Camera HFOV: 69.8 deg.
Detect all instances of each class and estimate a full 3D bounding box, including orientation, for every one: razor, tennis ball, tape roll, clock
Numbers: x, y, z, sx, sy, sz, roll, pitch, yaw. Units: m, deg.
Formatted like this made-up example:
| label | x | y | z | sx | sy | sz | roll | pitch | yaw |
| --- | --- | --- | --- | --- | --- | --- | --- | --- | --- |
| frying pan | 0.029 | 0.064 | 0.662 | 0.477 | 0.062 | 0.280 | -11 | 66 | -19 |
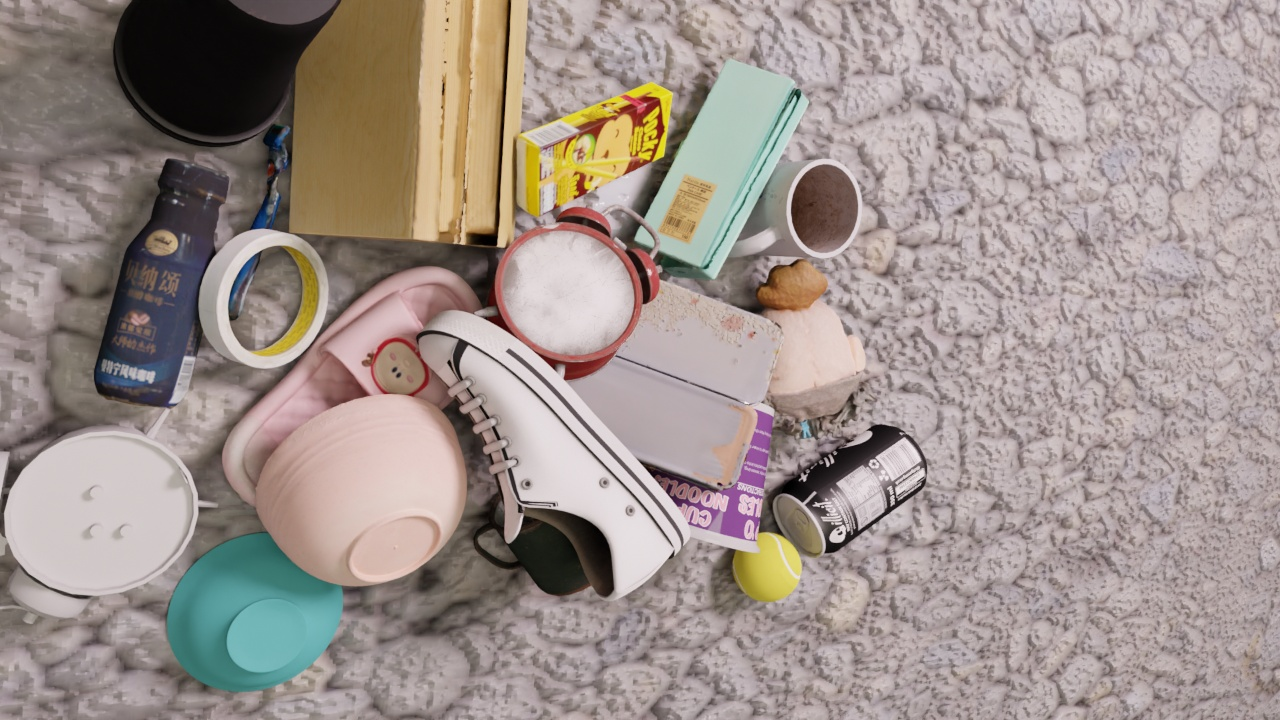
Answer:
| label | x | y | z | sx | sy | sz | roll | pitch | yaw |
| --- | --- | --- | --- | --- | --- | --- | --- | --- | --- |
| razor | -0.264 | -0.093 | 0.633 | 0.018 | 0.044 | 0.141 | 14 | 97 | -35 |
| tennis ball | 0.121 | 0.198 | 0.878 | 0.065 | 0.065 | 0.065 | -5 | 100 | -29 |
| tape roll | -0.254 | -0.042 | 0.625 | 0.093 | 0.019 | 0.094 | -41 | 139 | -51 |
| clock | -0.047 | -0.055 | 0.699 | 0.110 | 0.062 | 0.156 | 41 | 66 | 0 |
| clock | -0.364 | 0.102 | 0.587 | 0.159 | 0.061 | 0.120 | -27 | 110 | -25 |

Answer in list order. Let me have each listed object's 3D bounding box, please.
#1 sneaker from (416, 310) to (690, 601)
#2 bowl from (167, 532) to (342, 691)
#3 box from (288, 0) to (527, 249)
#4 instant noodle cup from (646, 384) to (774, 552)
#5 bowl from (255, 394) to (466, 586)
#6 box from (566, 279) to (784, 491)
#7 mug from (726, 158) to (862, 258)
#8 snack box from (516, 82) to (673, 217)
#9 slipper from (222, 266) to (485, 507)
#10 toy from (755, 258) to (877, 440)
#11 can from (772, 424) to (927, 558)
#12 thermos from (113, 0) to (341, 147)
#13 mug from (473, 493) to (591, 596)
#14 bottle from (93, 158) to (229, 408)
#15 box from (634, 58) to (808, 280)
| label | x | y | z | sx | sy | sz | roll | pitch | yaw |
| --- | --- | --- | --- | --- | --- | --- | --- | --- | --- |
| sneaker | -0.080 | 0.076 | 0.651 | 0.245 | 0.091 | 0.097 | 49 | 63 | -10 |
| bowl | -0.272 | 0.190 | 0.662 | 0.121 | 0.046 | 0.121 | -5 | 100 | -29 |
| box | -0.139 | -0.205 | 0.634 | 0.184 | 0.142 | 0.248 | -1 | 98 | -37 |
| instant noodle cup | 0.055 | 0.088 | 0.794 | 0.136 | 0.122 | 0.122 | 21 | 84 | -39 |
| bowl | -0.184 | 0.105 | 0.646 | 0.152 | 0.076 | 0.153 | -23 | 139 | -22 |
| box | -0.004 | 0.003 | 0.739 | 0.216 | 0.043 | 0.150 | 20 | 75 | 0 |
| mug | 0.118 | -0.124 | 0.809 | 0.119 | 0.096 | 0.083 | -35 | 113 | -21 |
| snack box | -0.035 | -0.168 | 0.722 | 0.148 | 0.025 | 0.061 | -34 | 147 | -36 |
| slipper | -0.202 | 0.024 | 0.673 | 0.221 | 0.056 | 0.107 | -44 | 118 | -16 |
| toy | 0.147 | -0.008 | 0.858 | 0.132 | 0.076 | 0.176 | -9 | 104 | -13 |
| can | 0.209 | 0.128 | 0.909 | 0.145 | 0.080 | 0.080 | -29 | 110 | -23 |
| thermos | -0.236 | -0.195 | 0.530 | 0.105 | 0.219 | 0.106 | 0 | 90 | -34 |
| mug | -0.079 | 0.143 | 0.753 | 0.111 | 0.084 | 0.081 | -26 | 115 | 9 |
| bottle | -0.309 | -0.050 | 0.599 | 0.056 | 0.056 | 0.160 | 15 | 89 | -31 |
| box | 0.063 | -0.167 | 0.782 | 0.080 | 0.077 | 0.188 | 34 | 81 | -31 |
